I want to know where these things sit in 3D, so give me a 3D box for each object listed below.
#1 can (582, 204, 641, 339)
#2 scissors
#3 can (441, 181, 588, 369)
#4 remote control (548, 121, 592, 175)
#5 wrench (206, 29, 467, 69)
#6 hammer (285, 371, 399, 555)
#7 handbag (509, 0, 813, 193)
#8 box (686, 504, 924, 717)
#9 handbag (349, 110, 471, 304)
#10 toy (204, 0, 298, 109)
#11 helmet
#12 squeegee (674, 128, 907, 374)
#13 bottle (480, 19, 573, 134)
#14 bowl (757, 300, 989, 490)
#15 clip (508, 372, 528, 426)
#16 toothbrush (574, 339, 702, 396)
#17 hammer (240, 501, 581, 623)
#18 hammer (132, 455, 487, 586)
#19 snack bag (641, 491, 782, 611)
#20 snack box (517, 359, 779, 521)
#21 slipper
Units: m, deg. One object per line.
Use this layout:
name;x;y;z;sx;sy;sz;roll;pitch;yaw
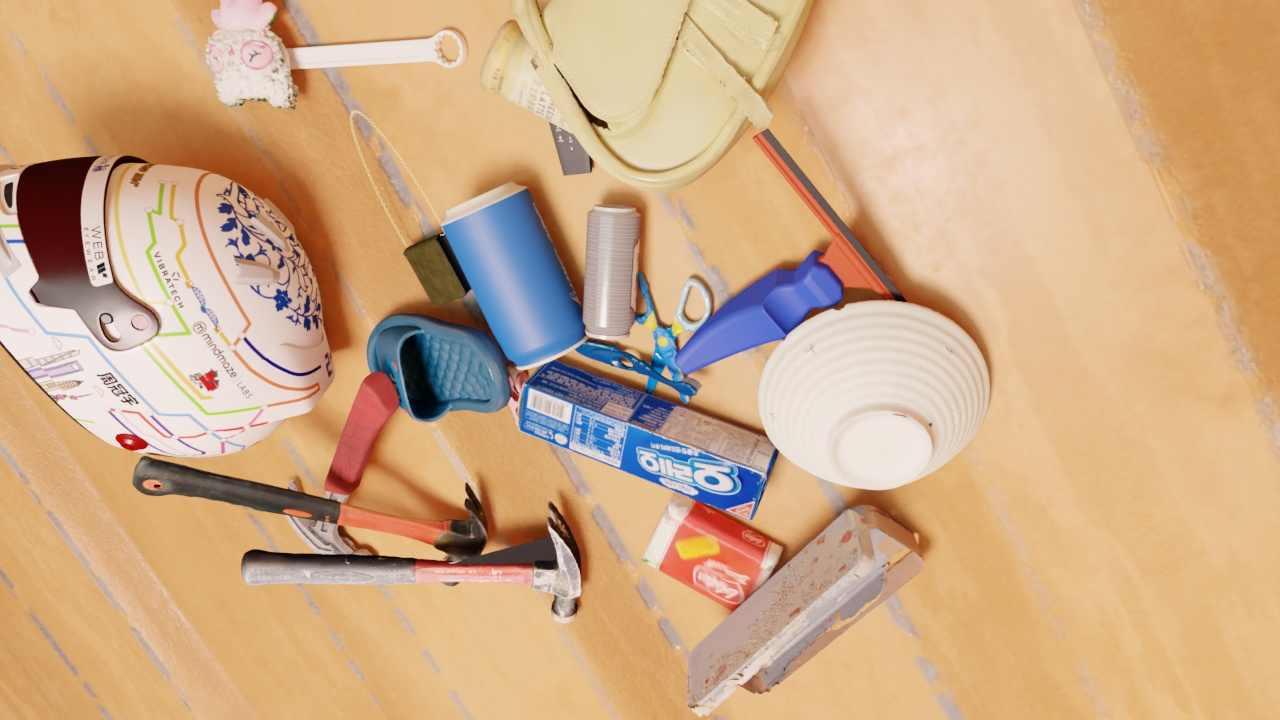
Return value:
can;-0.024;-0.073;0.757;0.044;0.043;0.107;9;106;19
scissors;0.031;-0.018;0.788;0.105;0.019;0.132;-9;109;31
can;-0.105;-0.072;0.780;0.079;0.078;0.146;-17;105;28
remote control;-0.061;-0.213;0.738;0.039;0.010;0.125;-1;112;23
wrench;-0.272;-0.267;0.803;0.274;0.009;0.047;4;114;21
hammer;-0.300;0.112;0.932;0.126;0.036;0.317;39;134;5
handbag;0.028;-0.238;0.612;0.191;0.088;0.233;41;104;-5
box;0.139;0.222;0.775;0.105;0.096;0.217;31;116;-22
handbag;-0.203;-0.135;0.805;0.084;0.027;0.178;-6;117;53
toy;-0.346;-0.275;0.803;0.096;0.041;0.109;6;109;22
helmet;-0.420;-0.061;0.825;0.236;0.231;0.314;-27;116;2
squeegee;0.102;-0.040;0.722;0.185;0.055;0.249;-32;114;29
bottle;-0.039;-0.197;0.700;0.162;0.056;0.057;27;121;-4
bowl;0.178;0.047;0.693;0.177;0.070;0.178;4;124;5
clip;-0.109;0.037;0.865;0.037;0.022;0.058;-7;115;22
toothbrush;-0.005;0.005;0.801;0.132;0.016;0.021;21;126;28
hammer;-0.219;0.198;0.897;0.326;0.036;0.141;2;123;-5
hammer;-0.307;0.145;0.886;0.332;0.033;0.133;17;128;-24
snack bag;0.065;0.179;0.846;0.116;0.036;0.077;27;119;10
snack box;0.005;0.066;0.804;0.226;0.059;0.059;19;124;13
slipper;-0.196;0.008;0.840;0.214;0.059;0.104;0;113;46
